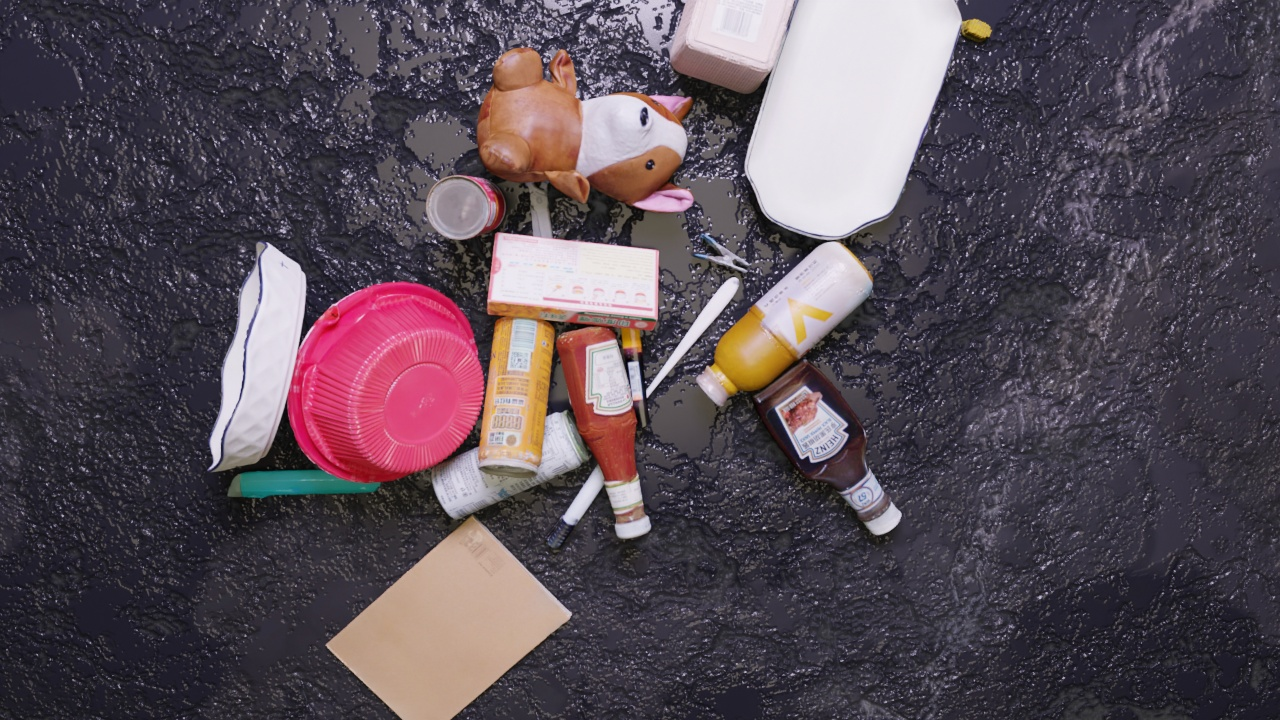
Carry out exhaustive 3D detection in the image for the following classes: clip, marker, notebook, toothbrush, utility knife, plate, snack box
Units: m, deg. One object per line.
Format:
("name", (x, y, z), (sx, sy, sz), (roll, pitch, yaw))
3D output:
("clip", (0.079, -0.099, 0.887), (0.058, 0.027, 0.045), (23, 91, -9))
("marker", (-0.056, 0.135, 0.927), (0.022, 0.018, 0.131), (32, 98, -8))
("notebook", (-0.199, 0.280, 0.953), (0.211, 0.012, 0.149), (-42, 98, 6))
("toothbrush", (0.238, -0.339, 0.851), (0.190, 0.016, 0.016), (22, 99, -5))
("marker", (-0.005, 0.005, 0.897), (0.018, 0.015, 0.124), (-7, 91, 14))
("utility knife", (-0.337, 0.123, 0.921), (0.151, 0.012, 0.029), (-1, 103, -4))
("plate", (0.189, -0.245, 0.842), (0.162, 0.034, 0.266), (12, 105, -15))
("toothbrush", (0.040, -0.009, 0.905), (0.016, 0.016, 0.180), (37, 97, -10))
("plate", (-0.339, 0.000, 0.813), (0.045, 0.205, 0.205), (13, 100, -28))
("snack box", (-0.061, -0.074, 0.859), (0.155, 0.027, 0.077), (6, 63, -8))

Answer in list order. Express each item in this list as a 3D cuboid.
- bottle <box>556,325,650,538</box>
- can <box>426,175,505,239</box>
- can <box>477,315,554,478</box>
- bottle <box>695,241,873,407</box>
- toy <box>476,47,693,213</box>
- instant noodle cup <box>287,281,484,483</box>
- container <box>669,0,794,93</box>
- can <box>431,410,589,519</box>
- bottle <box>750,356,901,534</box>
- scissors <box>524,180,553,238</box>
("bottle", (-0.030, 0.069, 0.883), (0.060, 0.060, 0.206), (-14, 93, 1))
("can", (-0.152, -0.137, 0.817), (0.053, 0.132, 0.053), (0, 100, -2))
("can", (-0.115, 0.033, 0.857), (0.058, 0.058, 0.145), (5, 71, -3))
("bottle", (0.134, -0.031, 0.877), (0.189, 0.068, 0.068), (-42, 99, 6))
("toy", (-0.042, -0.202, 0.813), (0.199, 0.131, 0.140), (10, 81, -24))
("instant noodle cup", (-0.211, 0.030, 0.826), (0.193, 0.066, 0.194), (-19, 119, -40))
("container", (0.082, -0.295, 0.806), (0.090, 0.111, 0.090), (17, 99, -5))
("can", (-0.128, 0.102, 0.899), (0.147, 0.058, 0.058), (-24, 100, 2))
("bottle", (0.191, 0.090, 0.914), (0.080, 0.044, 0.195), (-37, 100, 6))
("scissors", (-0.087, -0.164, 0.876), (0.125, 0.012, 0.173), (-32, 101, 4))
